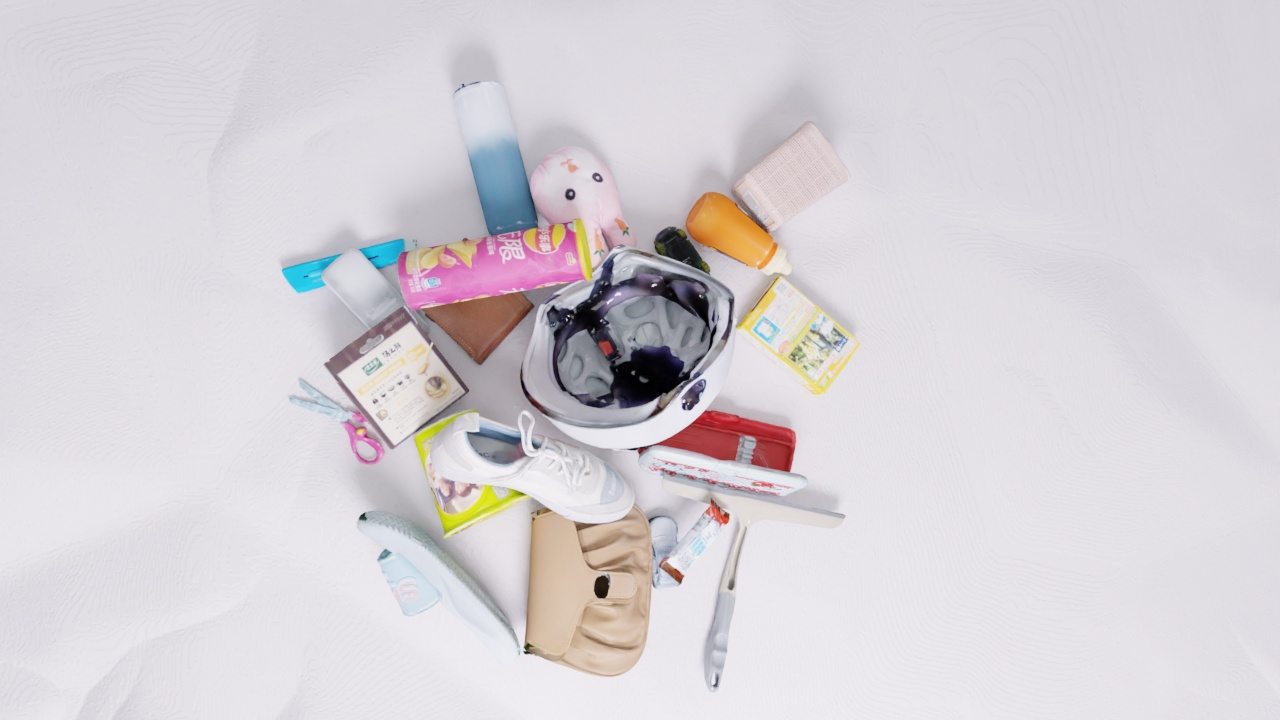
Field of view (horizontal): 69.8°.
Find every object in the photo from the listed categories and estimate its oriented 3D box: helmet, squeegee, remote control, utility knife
[{"bbox_3d":[-0.006,0.006,1.062,0.229,0.146,0.258,24,64,29],"label":"helmet"},{"bbox_3d":[0.112,0.284,1.136,0.246,0.039,0.246,14,86,-14],"label":"squeegee"},{"bbox_3d":[-0.311,-0.067,1.082,0.055,0.020,0.136,-44,104,-10],"label":"remote control"},{"bbox_3d":[-0.341,-0.116,1.089,0.159,0.018,0.034,-19,89,-12],"label":"utility knife"}]

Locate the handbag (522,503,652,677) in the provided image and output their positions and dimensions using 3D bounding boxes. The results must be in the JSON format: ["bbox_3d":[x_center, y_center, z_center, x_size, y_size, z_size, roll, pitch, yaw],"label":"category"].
[{"bbox_3d":[-0.058,0.262,1.074,0.147,0.100,0.204,4,80,-13],"label":"handbag"}]

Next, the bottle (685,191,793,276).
[{"bbox_3d":[0.131,-0.152,1.158,0.149,0.067,0.066,31,81,-15],"label":"bottle"}]

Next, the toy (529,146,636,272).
[{"bbox_3d":[-0.065,-0.185,1.119,0.121,0.054,0.159,-42,103,-36],"label":"toy"}]

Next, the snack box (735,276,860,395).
[{"bbox_3d":[0.202,-0.031,1.176,0.140,0.034,0.087,38,81,-4],"label":"snack box"}]

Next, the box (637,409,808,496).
[{"bbox_3d":[0.101,0.110,1.114,0.201,0.102,0.095,12,85,-10],"label":"box"}]

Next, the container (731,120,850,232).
[{"bbox_3d":[0.185,-0.226,1.159,0.111,0.090,0.090,-38,94,-7],"label":"container"}]

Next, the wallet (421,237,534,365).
[{"bbox_3d":[-0.204,-0.071,1.106,0.124,0.032,0.101,44,83,-4],"label":"wallet"}]

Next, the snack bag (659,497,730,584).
[{"bbox_3d":[0.066,0.214,1.089,0.104,0.026,0.048,-50,124,-8],"label":"snack bag"}]

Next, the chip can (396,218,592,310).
[{"bbox_3d":[-0.164,-0.108,1.042,0.210,0.071,0.071,-10,88,4],"label":"chip can"}]

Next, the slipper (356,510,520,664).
[{"bbox_3d":[-0.235,0.264,1.045,0.074,0.104,0.245,-44,101,-8],"label":"slipper"}]

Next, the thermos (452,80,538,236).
[{"bbox_3d":[-0.170,-0.221,1.104,0.070,0.070,0.220,-14,89,-11],"label":"thermos"}]

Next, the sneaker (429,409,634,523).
[{"bbox_3d":[-0.103,0.110,1.008,0.242,0.091,0.089,20,50,-24],"label":"sneaker"}]

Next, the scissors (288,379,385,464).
[{"bbox_3d":[-0.345,0.058,1.079,0.137,0.017,0.083,40,81,-2],"label":"scissors"}]

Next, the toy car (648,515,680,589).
[{"bbox_3d":[0.029,0.237,1.127,0.043,0.034,0.090,-5,86,-7],"label":"toy car"}]

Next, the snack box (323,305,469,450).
[{"bbox_3d":[-0.280,0.020,1.055,0.113,0.053,0.125,-39,101,-15],"label":"snack box"}]

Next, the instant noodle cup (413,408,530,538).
[{"bbox_3d":[-0.200,0.125,1.059,0.111,0.112,0.123,-25,83,-11],"label":"instant noodle cup"}]

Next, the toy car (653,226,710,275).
[{"bbox_3d":[0.051,-0.125,1.153,0.042,0.035,0.090,-35,93,-12],"label":"toy car"}]
